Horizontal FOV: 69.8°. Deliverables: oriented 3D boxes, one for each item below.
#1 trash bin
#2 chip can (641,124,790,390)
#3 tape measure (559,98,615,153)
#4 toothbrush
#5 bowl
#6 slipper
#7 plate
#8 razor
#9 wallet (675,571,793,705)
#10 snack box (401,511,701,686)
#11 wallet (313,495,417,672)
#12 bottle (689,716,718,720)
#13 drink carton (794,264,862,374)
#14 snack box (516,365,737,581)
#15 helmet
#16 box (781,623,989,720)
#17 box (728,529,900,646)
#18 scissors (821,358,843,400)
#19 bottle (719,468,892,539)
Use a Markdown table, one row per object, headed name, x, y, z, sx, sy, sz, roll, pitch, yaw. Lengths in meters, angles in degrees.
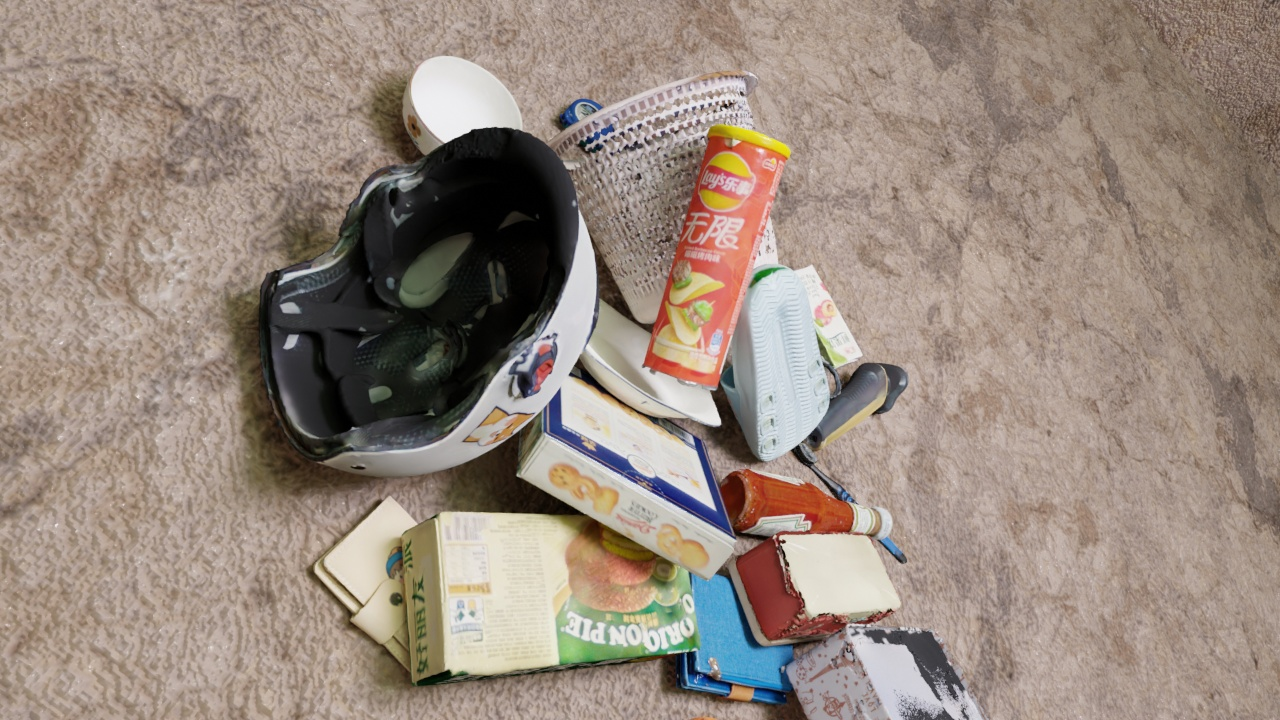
| name | x | y | z | sx | sy | sz | roll | pitch | yaw |
| --- | --- | --- | --- | --- | --- | --- | --- | --- | --- |
| trash bin | 0.037 | -0.148 | 0.901 | 0.226 | 0.228 | 0.192 | -21 | 93 | -41 |
| chip can | 0.064 | -0.086 | 0.784 | 0.073 | 0.073 | 0.216 | 11 | 98 | -31 |
| tape measure | -0.057 | -0.256 | 0.997 | 0.058 | 0.025 | 0.054 | 39 | 48 | -11 |
| toothbrush | 0.230 | 0.155 | 0.996 | 0.189 | 0.016 | 0.014 | 46 | 56 | -8 |
| bowl | -0.176 | -0.223 | 0.868 | 0.113 | 0.062 | 0.113 | 18 | 57 | -30 |
| slipper | 0.122 | 0.005 | 0.898 | 0.103 | 0.074 | 0.246 | -38 | 137 | -22 |
| plate | -0.005 | 0.005 | 0.854 | 0.164 | 0.034 | 0.163 | 32 | 18 | -17 |
| razor | 0.240 | 0.054 | 1.038 | 0.167 | 0.062 | 0.068 | -32 | 119 | -37 |
| wallet | 0.085 | 0.249 | 0.824 | 0.133 | 0.040 | 0.106 | 23 | 54 | -35 |
| snack box | -0.064 | 0.182 | 0.717 | 0.239 | 0.063 | 0.114 | 9 | 62 | -41 |
| wallet | -0.178 | 0.169 | 0.686 | 0.115 | 0.024 | 0.087 | 49 | 49 | -7 |
| bottle | 0.083 | 0.361 | 0.753 | 0.149 | 0.067 | 0.066 | 50 | 48 | -13 |
| drink carton | 0.199 | -0.044 | 1.058 | 0.053 | 0.046 | 0.122 | -21 | 79 | -36 |
| snack box | -0.016 | 0.080 | 0.770 | 0.178 | 0.046 | 0.182 | 31 | 16 | -16 |
| helmet | -0.138 | -0.025 | 0.690 | 0.230 | 0.274 | 0.157 | 48 | 0 | 33 |
| box | 0.232 | 0.371 | 0.804 | 0.178 | 0.126 | 0.273 | 17 | 62 | -43 |
| box | 0.171 | 0.208 | 0.853 | 0.168 | 0.080 | 0.091 | 12 | 49 | -46 |
| scissors | 0.149 | -0.017 | 1.023 | 0.175 | 0.014 | 0.135 | 25 | 76 | 7 |
| bottle | 0.172 | 0.153 | 0.927 | 0.205 | 0.060 | 0.059 | 14 | 59 | -30 |
